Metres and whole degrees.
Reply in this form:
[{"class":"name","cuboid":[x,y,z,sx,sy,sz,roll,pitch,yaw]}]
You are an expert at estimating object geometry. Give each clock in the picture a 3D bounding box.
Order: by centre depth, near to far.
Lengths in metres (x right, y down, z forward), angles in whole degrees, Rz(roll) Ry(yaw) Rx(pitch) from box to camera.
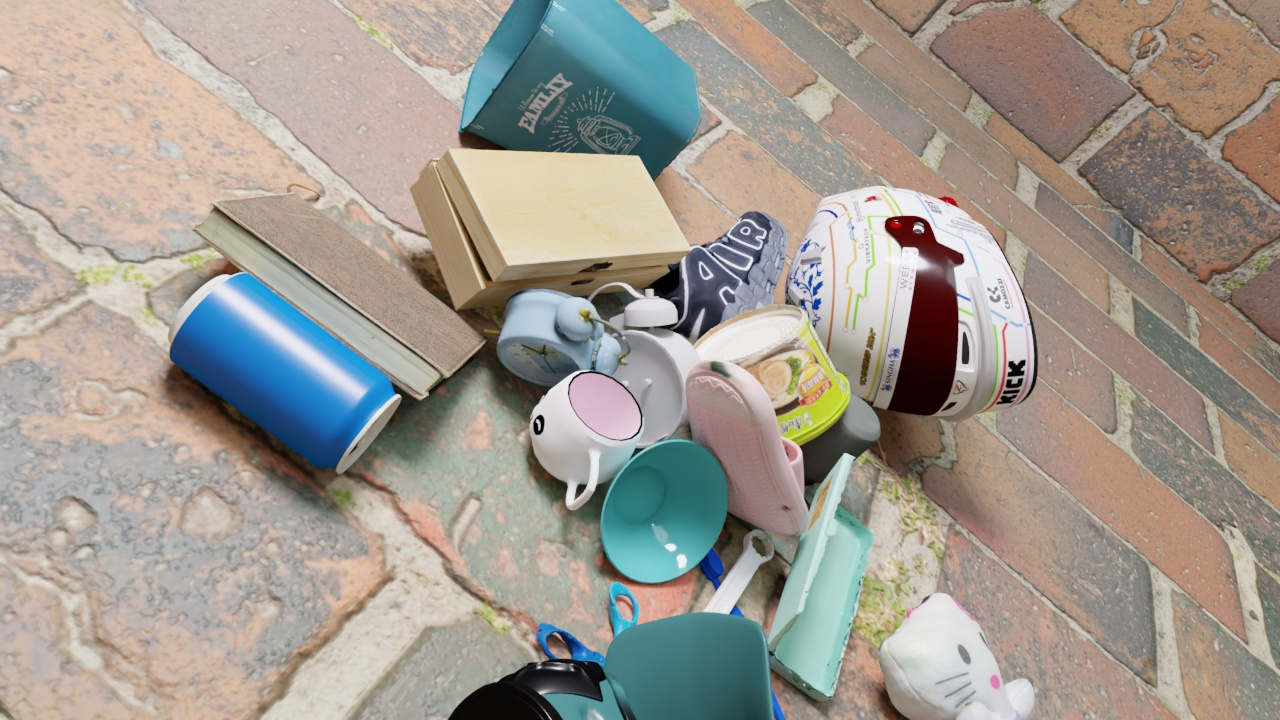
[{"class":"clock","cuboid":[-0.067,-0.018,0.784,0.089,0.125,0.051,54,41,-47]},{"class":"clock","cuboid":[-0.005,0.005,0.832,0.060,0.120,0.159,-19,76,-56]}]

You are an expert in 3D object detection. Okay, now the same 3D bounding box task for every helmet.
[{"class":"helmet","cuboid":[-0.003,0.271,0.474,0.200,0.177,0.274,21,62,-49]},{"class":"helmet","cuboid":[0.287,-0.066,1.060,0.236,0.231,0.313,-2,40,-1]}]

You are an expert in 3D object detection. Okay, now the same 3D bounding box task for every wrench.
[{"class":"wrench","cuboid":[0.048,0.218,0.723,0.047,0.009,0.272,48,40,0]}]

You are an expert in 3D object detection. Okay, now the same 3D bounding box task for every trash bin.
[{"class":"trash bin","cuboid":[-0.062,-0.314,1.061,0.218,0.197,0.198,28,39,-26]}]

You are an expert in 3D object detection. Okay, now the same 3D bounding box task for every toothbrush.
[{"class":"toothbrush","cuboid":[0.090,0.236,0.757,0.016,0.011,0.186,2,51,-40]}]

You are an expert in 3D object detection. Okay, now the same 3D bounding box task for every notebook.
[{"class":"notebook","cuboid":[-0.227,-0.063,0.748,0.215,0.034,0.190,37,14,-5]}]

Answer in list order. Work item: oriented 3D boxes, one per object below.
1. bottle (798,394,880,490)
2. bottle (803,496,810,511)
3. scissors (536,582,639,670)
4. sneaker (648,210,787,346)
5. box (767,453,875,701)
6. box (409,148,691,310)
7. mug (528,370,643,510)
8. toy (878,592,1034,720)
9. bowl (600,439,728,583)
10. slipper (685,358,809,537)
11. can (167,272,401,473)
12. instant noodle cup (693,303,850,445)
[{"class":"bottle","cuboid":[0.184,0.084,0.915,0.060,0.109,0.060,23,40,-21]},{"class":"bottle","cuboid":[0.136,0.122,0.899,0.123,0.033,0.032,48,37,10]},{"class":"scissors","cuboid":[-0.025,0.222,0.673,0.127,0.014,0.127,14,49,-35]},{"class":"sneaker","cuboid":[0.072,-0.102,1.029,0.151,0.097,0.251,29,43,-10]},{"class":"box","cuboid":[0.167,0.184,0.797,0.078,0.113,0.186,22,43,9]},{"class":"box","cuboid":[-0.075,-0.130,0.864,0.248,0.092,0.128,-11,78,-48]},{"class":"mug","cuboid":[-0.048,0.071,0.754,0.090,0.076,0.123,24,39,-21]},{"class":"toy","cuboid":[0.289,0.309,0.795,0.137,0.086,0.209,-5,57,-46]},{"class":"bowl","cuboid":[0.010,0.118,0.760,0.121,0.121,0.046,12,5,-32]},{"class":"slipper","cuboid":[0.094,0.079,0.776,0.107,0.222,0.055,22,58,35]},{"class":"can","cuboid":[-0.248,0.008,0.642,0.146,0.079,0.078,37,36,-4]},{"class":"instant noodle cup","cuboid":[0.116,0.015,0.871,0.098,0.146,0.145,66,31,-20]}]
